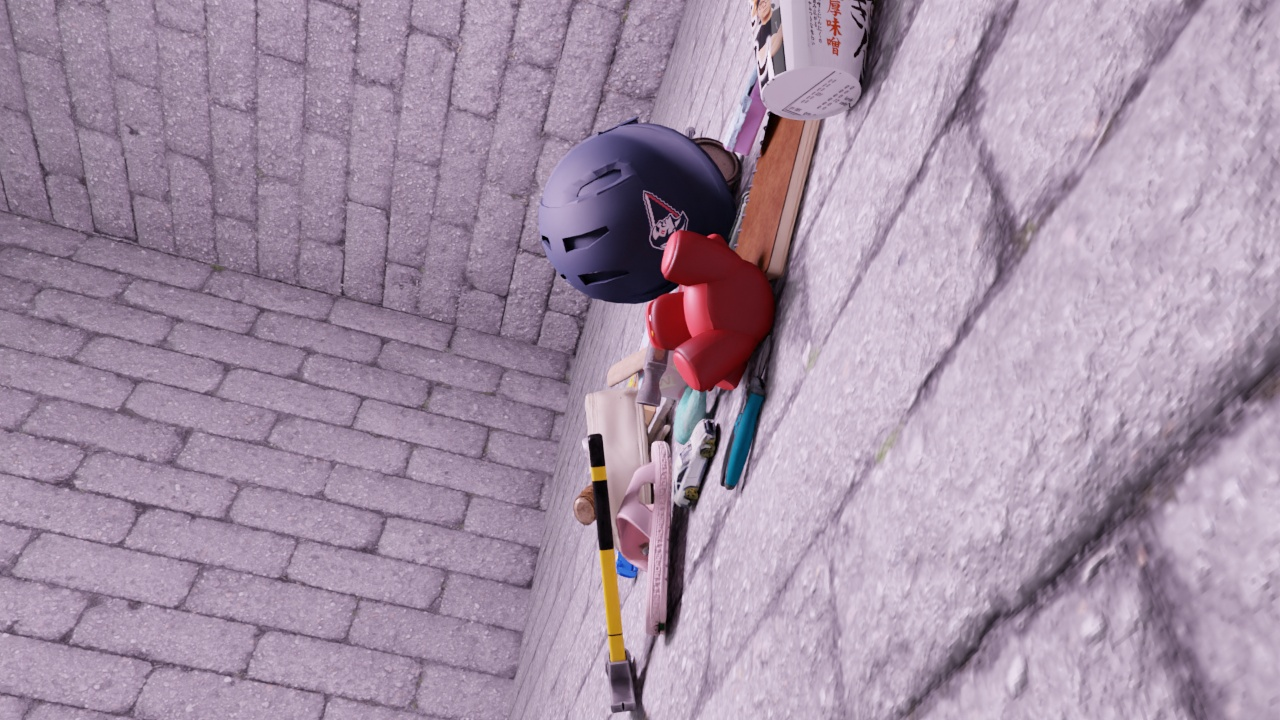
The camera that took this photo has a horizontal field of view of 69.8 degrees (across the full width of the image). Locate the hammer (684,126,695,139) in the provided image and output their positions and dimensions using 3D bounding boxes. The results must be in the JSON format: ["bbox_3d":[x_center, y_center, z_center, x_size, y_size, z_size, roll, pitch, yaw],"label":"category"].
[{"bbox_3d":[0.079,-0.324,1.655,0.099,0.044,0.321,113,169,-49],"label":"hammer"}]

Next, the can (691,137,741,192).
[{"bbox_3d":[0.087,-0.253,1.276,0.075,0.090,0.089,115,167,-55],"label":"can"}]

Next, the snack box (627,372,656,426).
[{"bbox_3d":[-0.005,0.076,1.531,0.126,0.040,0.088,114,168,-53],"label":"snack box"}]

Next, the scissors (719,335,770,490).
[{"bbox_3d":[0.102,0.051,0.864,0.137,0.019,0.137,-84,13,-53],"label":"scissors"}]

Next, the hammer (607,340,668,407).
[{"bbox_3d":[-0.007,0.007,1.152,0.331,0.030,0.119,144,137,-79],"label":"hammer"}]

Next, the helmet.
[{"bbox_3d":[-0.006,-0.184,1.190,0.232,0.273,0.222,64,-146,-24],"label":"helmet"}]

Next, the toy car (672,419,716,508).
[{"bbox_3d":[0.058,0.113,1.024,0.048,0.033,0.106,-88,15,-65],"label":"toy car"}]

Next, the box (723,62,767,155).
[{"bbox_3d":[0.140,-0.320,1.084,0.213,0.033,0.077,-68,-1,-47],"label":"box"}]

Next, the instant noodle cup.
[{"bbox_3d":[0.151,-0.288,0.811,0.124,0.123,0.121,127,147,-72],"label":"instant noodle cup"}]

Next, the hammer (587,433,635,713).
[{"bbox_3d":[-0.036,0.245,1.056,0.170,0.034,0.324,-137,41,-85],"label":"hammer"}]

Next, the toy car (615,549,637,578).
[{"bbox_3d":[-0.029,0.288,1.309,0.091,0.033,0.062,-86,19,-55],"label":"toy car"}]

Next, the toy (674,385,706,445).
[{"bbox_3d":[0.062,0.059,1.089,0.105,0.033,0.085,135,148,-83],"label":"toy"}]

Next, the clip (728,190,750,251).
[{"bbox_3d":[0.124,-0.166,1.098,0.044,0.023,0.076,-86,10,-46],"label":"clip"}]

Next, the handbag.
[{"bbox_3d":[-0.002,0.145,1.299,0.228,0.132,0.184,-88,-11,-72],"label":"handbag"}]

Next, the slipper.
[{"bbox_3d":[0.004,0.202,1.064,0.094,0.064,0.238,89,-177,-48],"label":"slipper"}]

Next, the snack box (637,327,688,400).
[{"bbox_3d":[0.045,-0.013,1.173,0.093,0.079,0.095,-95,18,-64],"label":"snack box"}]

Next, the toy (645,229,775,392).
[{"bbox_3d":[0.066,-0.045,0.947,0.197,0.120,0.158,139,121,-85],"label":"toy"}]

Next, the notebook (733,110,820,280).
[{"bbox_3d":[0.145,-0.191,0.979,0.167,0.024,0.225,174,111,-81],"label":"notebook"}]

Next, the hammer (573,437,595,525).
[{"bbox_3d":[-0.067,0.190,1.372,0.318,0.049,0.121,-51,-59,-85],"label":"hammer"}]
